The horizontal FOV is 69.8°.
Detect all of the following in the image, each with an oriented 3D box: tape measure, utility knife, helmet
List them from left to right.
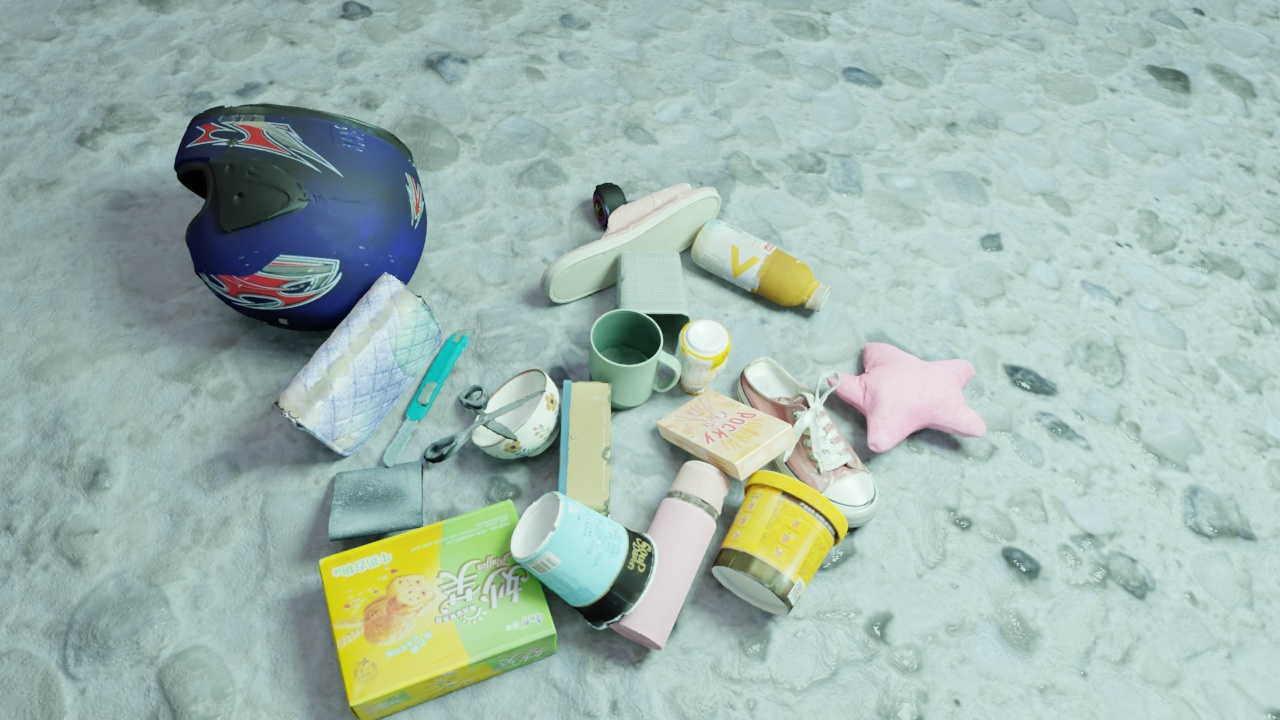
[{"bbox_3d":[-0.418,-0.158,1.100,0.316,0.247,0.240,7,77,14],"label":"helmet"},{"bbox_3d":[-0.256,0.039,1.106,0.029,0.013,0.216,13,54,12],"label":"utility knife"},{"bbox_3d":[-0.040,-0.216,1.271,0.039,0.057,0.058,-17,51,-16],"label":"tape measure"}]

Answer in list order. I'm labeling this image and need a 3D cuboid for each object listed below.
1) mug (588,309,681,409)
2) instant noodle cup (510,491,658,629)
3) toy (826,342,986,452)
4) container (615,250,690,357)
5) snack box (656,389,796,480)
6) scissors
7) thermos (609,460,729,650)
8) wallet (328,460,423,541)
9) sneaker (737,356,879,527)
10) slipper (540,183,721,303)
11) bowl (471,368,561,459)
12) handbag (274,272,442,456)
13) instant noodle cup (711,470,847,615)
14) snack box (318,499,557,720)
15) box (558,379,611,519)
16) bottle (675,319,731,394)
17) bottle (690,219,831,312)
[{"bbox_3d":[-0.006,0.006,1.095,0.112,0.106,0.082,17,56,7],"label":"mug"},{"bbox_3d":[-0.062,0.193,0.926,0.120,0.111,0.111,39,53,-24],"label":"instant noodle cup"},{"bbox_3d":[0.329,0.034,1.126,0.194,0.075,0.178,-9,47,-15],"label":"toy"},{"bbox_3d":[0.012,-0.074,1.164,0.090,0.090,0.114,1,53,-5],"label":"container"},{"bbox_3d":[0.095,0.082,1.051,0.084,0.026,0.157,-31,27,-22],"label":"snack box"},{"bbox_3d":[-0.180,0.069,1.041,0.159,0.014,0.181,-44,30,-2],"label":"scissors"},{"bbox_3d":[0.034,0.207,0.986,0.067,0.087,0.198,21,64,10],"label":"thermos"},{"bbox_3d":[-0.286,0.151,1.003,0.097,0.019,0.120,-7,28,-10],"label":"wallet"},{"bbox_3d":[0.195,0.082,1.071,0.118,0.088,0.241,-23,60,-19],"label":"sneaker"},{"bbox_3d":[-0.015,-0.161,1.207,0.274,0.114,0.054,-30,64,-15],"label":"slipper"},{"bbox_3d":[-0.132,0.071,1.057,0.062,0.114,0.113,46,53,-27],"label":"bowl"},{"bbox_3d":[-0.315,0.007,1.038,0.075,0.134,0.193,32,74,13],"label":"handbag"},{"bbox_3d":[0.143,0.198,0.979,0.118,0.119,0.114,28,66,14],"label":"instant noodle cup"},{"bbox_3d":[-0.206,0.251,0.938,0.209,0.070,0.157,-16,59,-14],"label":"snack box"},{"bbox_3d":[-0.062,0.105,1.038,0.060,0.090,0.184,0,54,-4],"label":"box"},{"bbox_3d":[0.072,-0.001,1.105,0.063,0.109,0.063,3,57,-4],"label":"bottle"},{"bbox_3d":[0.160,-0.122,1.217,0.189,0.068,0.067,28,59,14],"label":"bottle"}]
